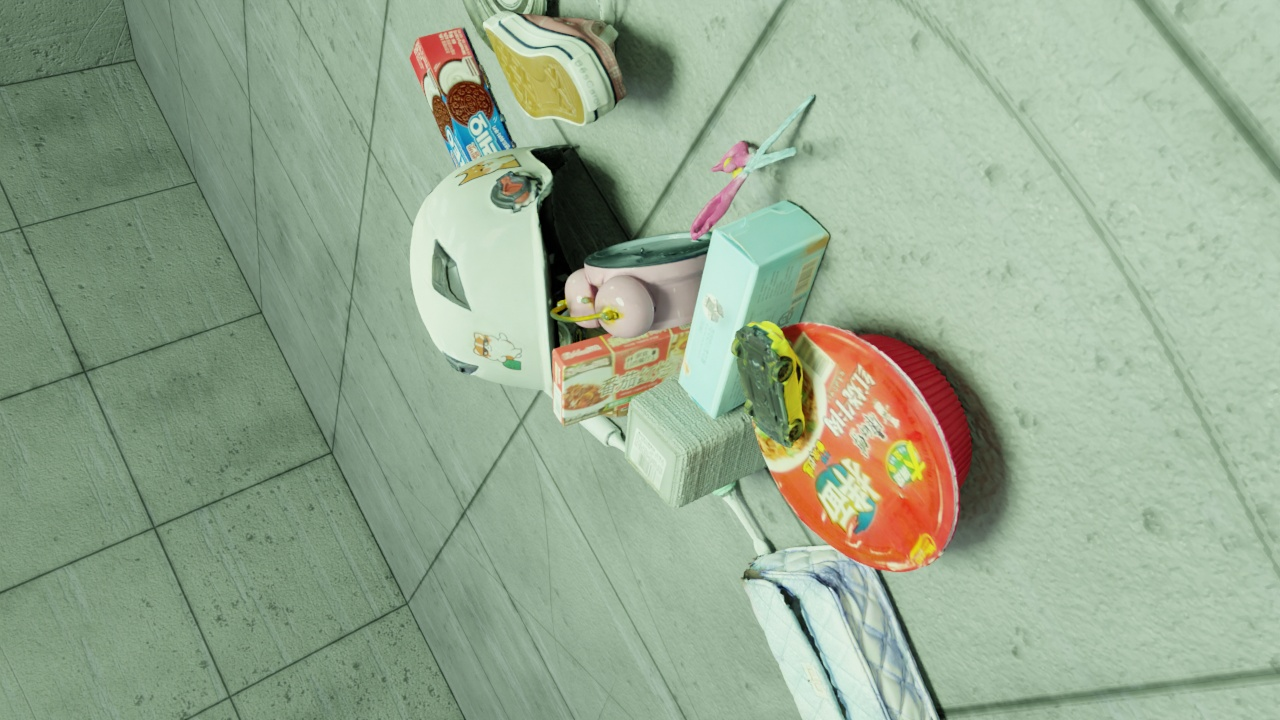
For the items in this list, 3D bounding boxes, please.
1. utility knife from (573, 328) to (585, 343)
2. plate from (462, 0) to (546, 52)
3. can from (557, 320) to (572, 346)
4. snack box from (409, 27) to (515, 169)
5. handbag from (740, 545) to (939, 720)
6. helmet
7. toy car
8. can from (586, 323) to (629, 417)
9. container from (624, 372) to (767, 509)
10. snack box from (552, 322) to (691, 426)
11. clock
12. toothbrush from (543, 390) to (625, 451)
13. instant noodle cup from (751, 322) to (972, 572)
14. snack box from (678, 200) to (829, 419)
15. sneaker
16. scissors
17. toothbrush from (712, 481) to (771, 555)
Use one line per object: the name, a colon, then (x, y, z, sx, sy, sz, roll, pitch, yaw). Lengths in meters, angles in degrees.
utility knife: (-0.067, -0.017, 0.969, 0.220, 0.022, 0.031, 66, -158, -88)
plate: (-0.133, -0.381, 0.882, 0.179, 0.024, 0.180, 39, 143, 38)
can: (-0.122, -0.011, 1.084, 0.058, 0.057, 0.147, 65, 161, 1)
snack box: (-0.190, -0.263, 1.031, 0.057, 0.058, 0.207, -17, 96, 64)
handbag: (0.170, 0.260, 0.802, 0.134, 0.075, 0.194, -25, 89, 62)
helmet: (-0.145, -0.090, 0.893, 0.273, 0.157, 0.230, -89, -1, -49)
toy car: (0.095, 0.017, 0.653, 0.048, 0.032, 0.105, 34, 150, 44)
can: (-0.027, 0.001, 0.954, 0.058, 0.058, 0.116, 42, 143, 37)
container: (0.053, 0.062, 0.806, 0.090, 0.114, 0.090, 43, 144, 35)
snack box: (-0.005, 0.005, 0.821, 0.025, 0.152, 0.075, 55, 152, 38)
clock: (0.000, -0.060, 0.758, 0.117, 0.158, 0.060, 19, 123, 56)
toothbrush: (-0.049, 0.076, 1.083, 0.221, 0.027, 0.026, 37, -178, 41)
instant noodle cup: (0.165, 0.052, 0.663, 0.194, 0.065, 0.194, 39, 143, 38)
snack box: (0.084, -0.037, 0.720, 0.051, 0.074, 0.175, 46, 146, 29)
sneaker: (-0.062, -0.261, 0.786, 0.241, 0.087, 0.118, 40, 157, 55)
scissors: (0.074, -0.135, 0.658, 0.017, 0.130, 0.133, 35, 174, -19)
toothbrush: (0.068, 0.100, 0.904, 0.224, 0.026, 0.027, 59, -170, 13)
